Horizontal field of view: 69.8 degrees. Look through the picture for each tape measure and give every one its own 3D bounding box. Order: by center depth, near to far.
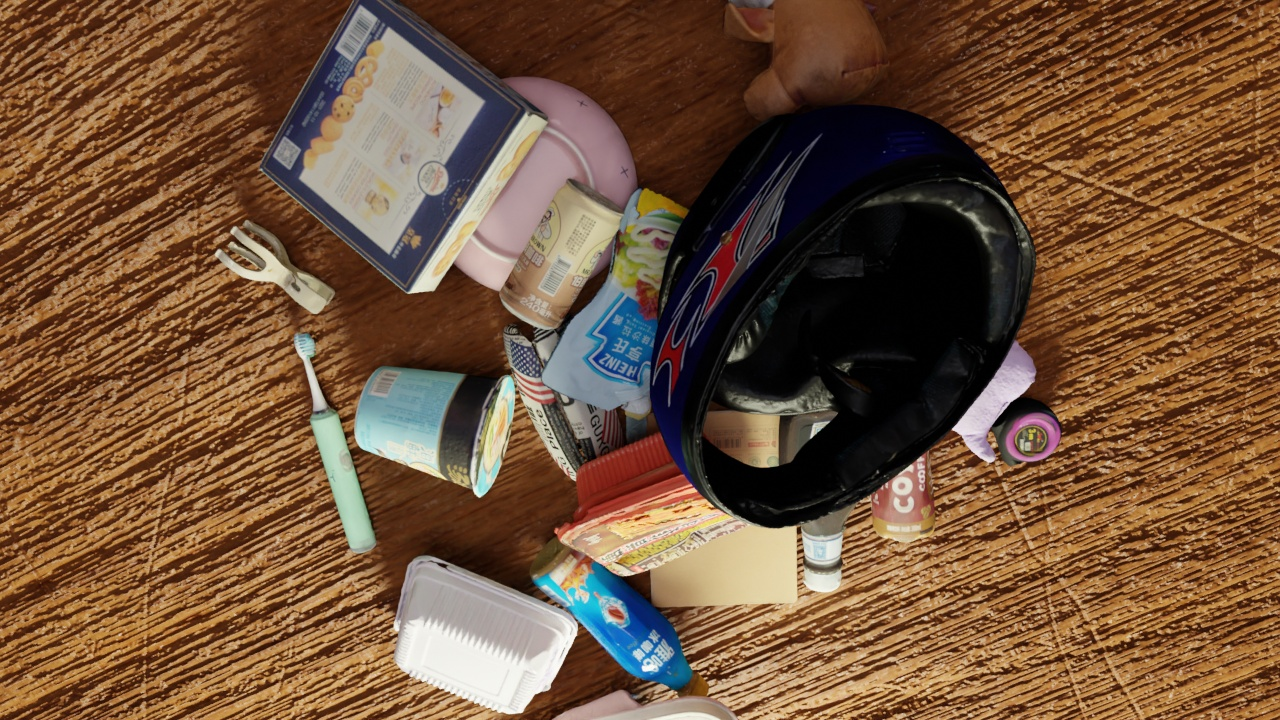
[{"bbox_3d":[0.356,0.064,0.850,0.058,0.039,0.057,-24,105,13],"label":"tape measure"}]

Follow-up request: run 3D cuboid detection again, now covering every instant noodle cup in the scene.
[{"bbox_3d":[0.017,0.122,0.815,0.164,0.189,0.079,-22,64,7],"label":"instant noodle cup"},{"bbox_3d":[-0.187,0.056,0.831,0.120,0.111,0.111,12,107,6],"label":"instant noodle cup"},{"bbox_3d":[-0.160,0.274,0.885,0.173,0.060,0.138,22,128,-1],"label":"instant noodle cup"}]

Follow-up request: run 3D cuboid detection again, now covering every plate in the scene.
[{"bbox_3d":[-0.099,-0.146,0.795,0.192,0.039,0.192,0,107,1],"label":"plate"}]

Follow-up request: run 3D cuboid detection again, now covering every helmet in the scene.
[{"bbox_3d":[0.127,-0.045,0.710,0.315,0.240,0.247,-47,114,2],"label":"helmet"}]

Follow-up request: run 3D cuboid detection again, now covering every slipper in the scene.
[{"bbox_3d":[-0.020,0.390,0.937,0.275,0.054,0.114,-26,107,25],"label":"slipper"}]

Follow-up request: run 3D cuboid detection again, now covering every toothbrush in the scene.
[{"bbox_3d":[-0.293,0.080,0.875,0.027,0.026,0.224,-4,108,25],"label":"toothbrush"}]

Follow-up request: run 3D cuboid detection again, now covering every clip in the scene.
[{"bbox_3d":[-0.325,-0.087,0.830,0.104,0.081,0.035,31,104,-28],"label":"clip"}]

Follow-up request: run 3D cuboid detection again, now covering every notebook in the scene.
[{"bbox_3d":[0.079,0.146,0.896,0.148,0.008,0.208,-3,107,3],"label":"notebook"}]

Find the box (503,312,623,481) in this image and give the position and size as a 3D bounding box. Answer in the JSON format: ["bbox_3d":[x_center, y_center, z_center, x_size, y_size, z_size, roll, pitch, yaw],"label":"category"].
[{"bbox_3d":[-0.080,0.037,0.844,0.087,0.076,0.163,-12,110,25],"label":"box"}]

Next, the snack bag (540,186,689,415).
[{"bbox_3d":[-0.002,-0.045,0.800,0.110,0.039,0.191,23,94,-34],"label":"snack bag"}]

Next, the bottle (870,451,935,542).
[{"bbox_3d":[0.238,0.078,0.846,0.057,0.057,0.175,-7,107,3],"label":"bottle"}]

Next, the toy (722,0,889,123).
[{"bbox_3d":[0.119,-0.292,0.716,0.131,0.139,0.200,0,111,45],"label":"toy"}]

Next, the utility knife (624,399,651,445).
[{"bbox_3d":[-0.005,0.005,0.848,0.031,0.021,0.198,-1,99,2],"label":"utility knife"}]

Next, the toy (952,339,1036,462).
[{"bbox_3d":[0.312,0.029,0.833,0.084,0.039,0.108,38,100,27],"label":"toy"}]

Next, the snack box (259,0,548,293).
[{"bbox_3d":[-0.199,-0.179,0.756,0.182,0.045,0.178,39,104,9],"label":"snack box"}]

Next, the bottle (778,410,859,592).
[{"bbox_3d":[0.172,0.126,0.868,0.080,0.044,0.195,-8,109,-10],"label":"bottle"}]

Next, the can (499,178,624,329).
[{"bbox_3d":[-0.066,-0.087,0.760,0.058,0.058,0.116,30,105,-8],"label":"can"}]

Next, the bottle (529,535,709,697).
[{"bbox_3d":[-0.013,0.260,0.903,0.065,0.065,0.218,-41,102,12],"label":"bottle"}]
